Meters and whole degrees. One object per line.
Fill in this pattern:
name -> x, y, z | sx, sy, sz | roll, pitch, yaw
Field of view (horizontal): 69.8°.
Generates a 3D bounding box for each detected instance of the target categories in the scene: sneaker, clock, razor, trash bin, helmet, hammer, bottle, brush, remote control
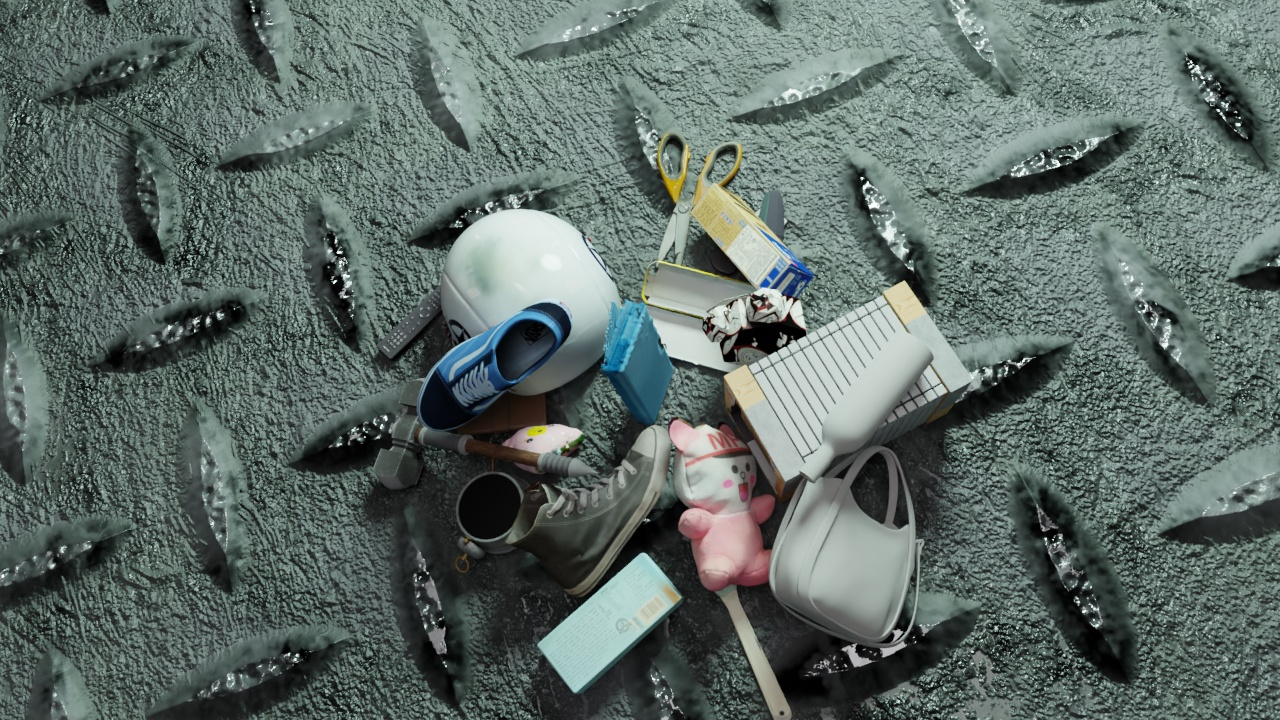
sneaker -> -0.187, 0.013, 1.091 | 0.242, 0.098, 0.083 | -36, 100, 18
clock -> -0.192, 0.204, 1.172 | 0.104, 0.056, 0.147 | 26, 76, 22
razor -> 0.178, -0.164, 1.252 | 0.052, 0.047, 0.142 | 14, 74, -26
trash bin -> 0.245, 0.044, 1.128 | 0.247, 0.142, 0.142 | -28, 71, -3
helmet -> -0.158, -0.100, 1.210 | 0.236, 0.164, 0.264 | -34, 68, -8
hammer -> -0.190, 0.112, 1.152 | 0.323, 0.043, 0.155 | 8, 72, 31
bottle -> 0.245, 0.056, 1.019 | 0.052, 0.052, 0.195 | 39, 80, 17
clock -> 0.141, -0.037, 1.129 | 0.115, 0.154, 0.065 | -21, 59, 27
sneaker -> -0.059, 0.162, 1.131 | 0.120, 0.095, 0.234 | 39, 85, -22
brush -> 0.130, 0.334, 1.116 | 0.033, 0.012, 0.217 | -24, 72, -2
remote control -> -0.312, -0.056, 1.294 | 0.032, 0.015, 0.136 | 40, 78, 17
remote control -> 0.149, -0.168, 1.280 | 0.124, 0.009, 0.046 | -42, 72, -8

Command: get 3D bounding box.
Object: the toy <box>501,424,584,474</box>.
toy -> -0.132, 0.111, 1.193 | 0.093, 0.050, 0.102 | 14, 28, 34

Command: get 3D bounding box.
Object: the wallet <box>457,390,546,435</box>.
wallet -> -0.188, 0.056, 1.244 | 0.121, 0.013, 0.087 | -7, 66, 4

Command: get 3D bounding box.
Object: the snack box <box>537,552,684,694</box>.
snack box -> -0.035, 0.320, 1.118 | 0.174, 0.053, 0.075 | -40, 72, -9

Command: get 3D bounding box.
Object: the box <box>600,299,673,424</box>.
box -> -0.007, 0.007, 1.125 | 0.048, 0.231, 0.093 | 18, 76, 15

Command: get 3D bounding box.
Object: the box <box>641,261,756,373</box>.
box -> 0.095, -0.053, 1.236 | 0.210, 0.038, 0.129 | 16, 88, 10

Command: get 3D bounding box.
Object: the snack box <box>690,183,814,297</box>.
snack box -> 0.144, -0.153, 1.205 | 0.056, 0.057, 0.206 | -51, 45, 19

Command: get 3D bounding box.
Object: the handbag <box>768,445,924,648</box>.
handbag -> 0.258, 0.210, 1.085 | 0.215, 0.096, 0.222 | 34, 71, -25

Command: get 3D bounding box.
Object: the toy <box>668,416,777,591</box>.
toy -> 0.096, 0.172, 1.120 | 0.141, 0.084, 0.213 | 1, 68, -39

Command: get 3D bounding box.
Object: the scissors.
scissors -> 0.078, -0.229, 1.306 | 0.162, 0.016, 0.225 | -1, 72, 7
